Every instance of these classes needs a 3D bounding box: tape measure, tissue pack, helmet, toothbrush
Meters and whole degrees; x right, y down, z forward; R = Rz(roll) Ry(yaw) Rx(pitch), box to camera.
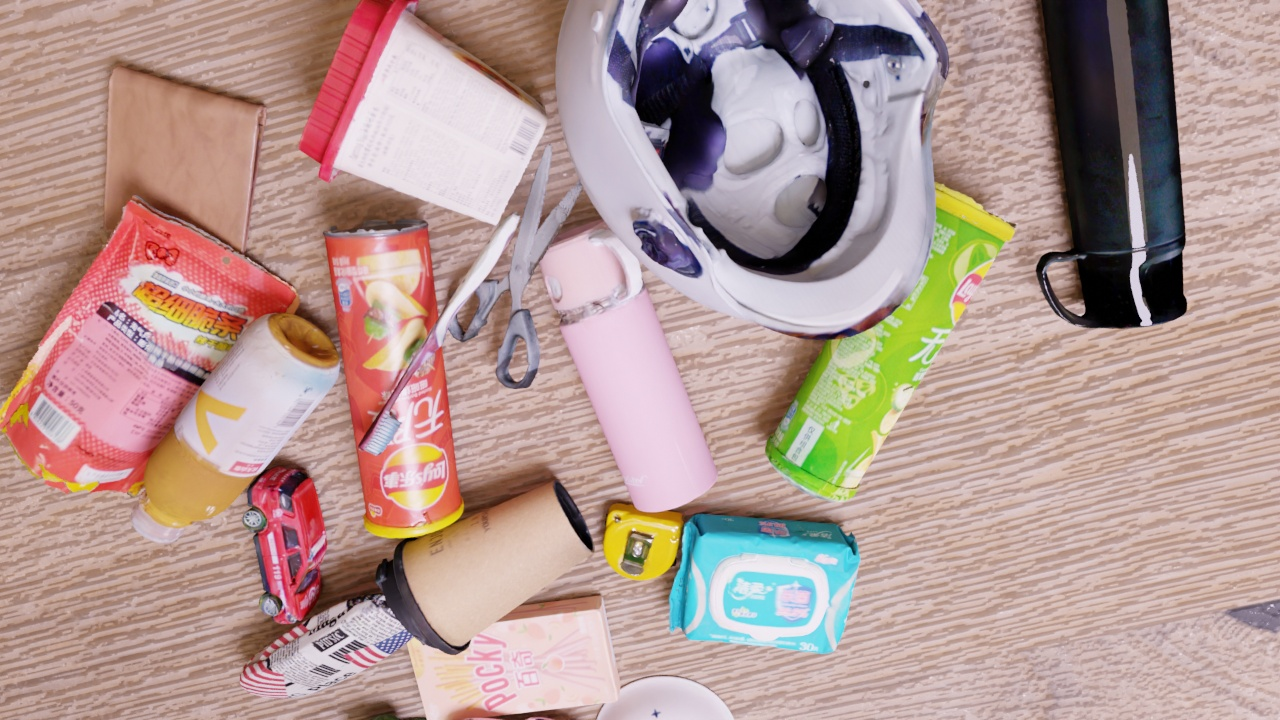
[{"bbox_3d":[0.000,0.138,0.690,0.060,0.028,0.057,11,107,0],"label":"tape measure"},{"bbox_3d":[0.089,0.165,0.683,0.133,0.050,0.093,4,107,2],"label":"tissue pack"},{"bbox_3d":[0.051,-0.138,0.534,0.228,0.146,0.259,-44,116,-23],"label":"helmet"},{"bbox_3d":[-0.128,-0.015,0.592,0.017,0.016,0.188,31,99,-22],"label":"toothbrush"}]

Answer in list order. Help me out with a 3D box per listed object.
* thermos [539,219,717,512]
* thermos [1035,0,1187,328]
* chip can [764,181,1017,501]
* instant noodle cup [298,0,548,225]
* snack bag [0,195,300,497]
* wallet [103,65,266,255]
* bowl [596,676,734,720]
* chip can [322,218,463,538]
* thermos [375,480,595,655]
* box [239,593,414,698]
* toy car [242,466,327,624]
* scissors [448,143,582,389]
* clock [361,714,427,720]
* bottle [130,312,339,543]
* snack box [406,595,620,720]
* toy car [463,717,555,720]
[{"bbox_3d":[-0.004,0.004,0.624,0.067,0.087,0.199,-29,108,-31],"label":"thermos"},{"bbox_3d":[0.287,-0.140,0.574,0.090,0.068,0.242,-13,105,1],"label":"thermos"},{"bbox_3d":[0.162,-0.009,0.618,0.072,0.072,0.221,26,106,-5],"label":"chip can"},{"bbox_3d":[-0.130,-0.151,0.575,0.124,0.116,0.117,26,106,-16],"label":"instant noodle cup"},{"bbox_3d":[-0.352,-0.001,0.648,0.128,0.073,0.208,36,101,-22],"label":"snack bag"},{"bbox_3d":[-0.316,-0.132,0.632,0.101,0.020,0.115,16,109,-3],"label":"wallet"},{"bbox_3d":[0.019,0.319,0.724,0.118,0.064,0.118,1,106,3],"label":"bowl"},{"bbox_3d":[-0.169,0.012,0.640,0.073,0.073,0.217,-1,106,3],"label":"chip can"},{"bbox_3d":[-0.110,0.148,0.671,0.143,0.093,0.093,-30,103,3],"label":"thermos"},{"bbox_3d":[-0.240,0.218,0.707,0.164,0.068,0.051,-29,64,19],"label":"box"},{"bbox_3d":[-0.263,0.140,0.690,0.045,0.052,0.121,1,108,7],"label":"toy car"},{"bbox_3d":[-0.078,-0.053,0.604,0.165,0.014,0.163,-7,103,38],"label":"scissors"},{"bbox_3d":[-0.196,0.350,0.747,0.161,0.056,0.116,30,104,-6],"label":"clock"},{"bbox_3d":[-0.287,0.052,0.640,0.068,0.068,0.190,41,103,-9],"label":"bottle"},{"bbox_3d":[-0.100,0.237,0.725,0.157,0.026,0.084,-9,106,5],"label":"snack box"},{"bbox_3d":[-0.094,0.303,0.731,0.122,0.037,0.056,15,141,-11],"label":"toy car"}]
